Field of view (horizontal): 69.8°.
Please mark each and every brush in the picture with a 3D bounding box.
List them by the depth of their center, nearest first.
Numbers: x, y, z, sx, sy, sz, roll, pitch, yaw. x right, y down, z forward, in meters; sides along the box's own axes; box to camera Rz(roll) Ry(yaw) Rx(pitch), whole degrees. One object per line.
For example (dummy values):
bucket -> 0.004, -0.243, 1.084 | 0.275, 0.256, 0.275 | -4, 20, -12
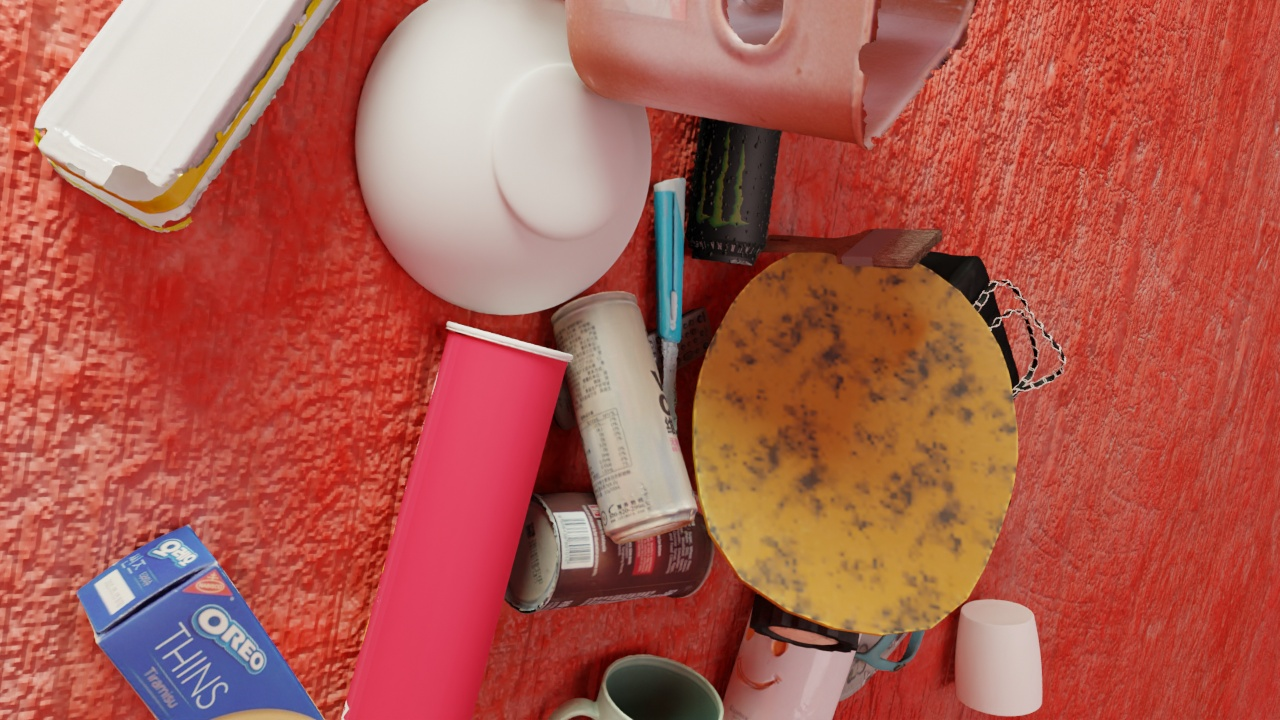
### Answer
brush -> 0.116, -0.073, 0.587 | 0.045, 0.143, 0.008 | -38, 123, -38

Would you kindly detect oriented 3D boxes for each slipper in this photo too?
slipper -> 0.235, 0.224, 0.813 | 0.268, 0.055, 0.098 | -27, 118, -35

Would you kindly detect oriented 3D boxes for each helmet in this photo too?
helmet -> 0.127, 0.061, 0.619 | 0.205, 0.131, 0.254 | 15, 66, -1

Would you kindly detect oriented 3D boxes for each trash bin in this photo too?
trash bin -> 0.082, -0.234, 0.459 | 0.258, 0.157, 0.182 | -46, 144, -47

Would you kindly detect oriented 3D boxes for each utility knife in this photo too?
utility knife -> 0.020, -0.028, 0.589 | 0.022, 0.015, 0.176 | -5, 97, -31

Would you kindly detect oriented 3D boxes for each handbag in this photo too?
handbag -> 0.255, 0.005, 0.741 | 0.125, 0.115, 0.154 | -45, 128, -21

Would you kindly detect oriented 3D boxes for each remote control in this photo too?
remote control -> -0.003, 0.003, 0.589 | 0.136, 0.013, 0.033 | -27, 114, -33

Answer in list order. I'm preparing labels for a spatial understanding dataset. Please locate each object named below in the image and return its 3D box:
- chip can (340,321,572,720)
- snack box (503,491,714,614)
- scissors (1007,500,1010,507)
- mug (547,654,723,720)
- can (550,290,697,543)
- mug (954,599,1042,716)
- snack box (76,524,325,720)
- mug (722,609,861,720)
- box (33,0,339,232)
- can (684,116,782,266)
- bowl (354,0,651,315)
chip can -> -0.099, 0.094, 0.493 | 0.069, 0.069, 0.220 | 15, 90, -41
snack box -> -0.022, 0.114, 0.561 | 0.121, 0.072, 0.072 | 5, 96, -39
scissors -> 0.205, 0.128, 0.707 | 0.203, 0.202, 0.015 | -18, 79, -55
mug -> -0.012, 0.260, 0.602 | 0.111, 0.084, 0.104 | 12, 105, -13
can -> -0.010, 0.032, 0.523 | 0.054, 0.054, 0.135 | -1, 68, -40
mug -> 0.359, 0.289, 0.923 | 0.114, 0.081, 0.087 | -22, 109, -69
snack box -> -0.186, 0.178, 0.446 | 0.057, 0.056, 0.207 | -35, 120, -28
mug -> 0.113, 0.232, 0.692 | 0.082, 0.082, 0.105 | 21, 86, -41
box -> -0.172, -0.156, 0.393 | 0.067, 0.070, 0.210 | 32, 78, -19
can -> 0.062, -0.132, 0.588 | 0.053, 0.054, 0.138 | 2, 98, -40
bowl -> -0.055, -0.109, 0.486 | 0.176, 0.066, 0.177 | -10, 106, -38
